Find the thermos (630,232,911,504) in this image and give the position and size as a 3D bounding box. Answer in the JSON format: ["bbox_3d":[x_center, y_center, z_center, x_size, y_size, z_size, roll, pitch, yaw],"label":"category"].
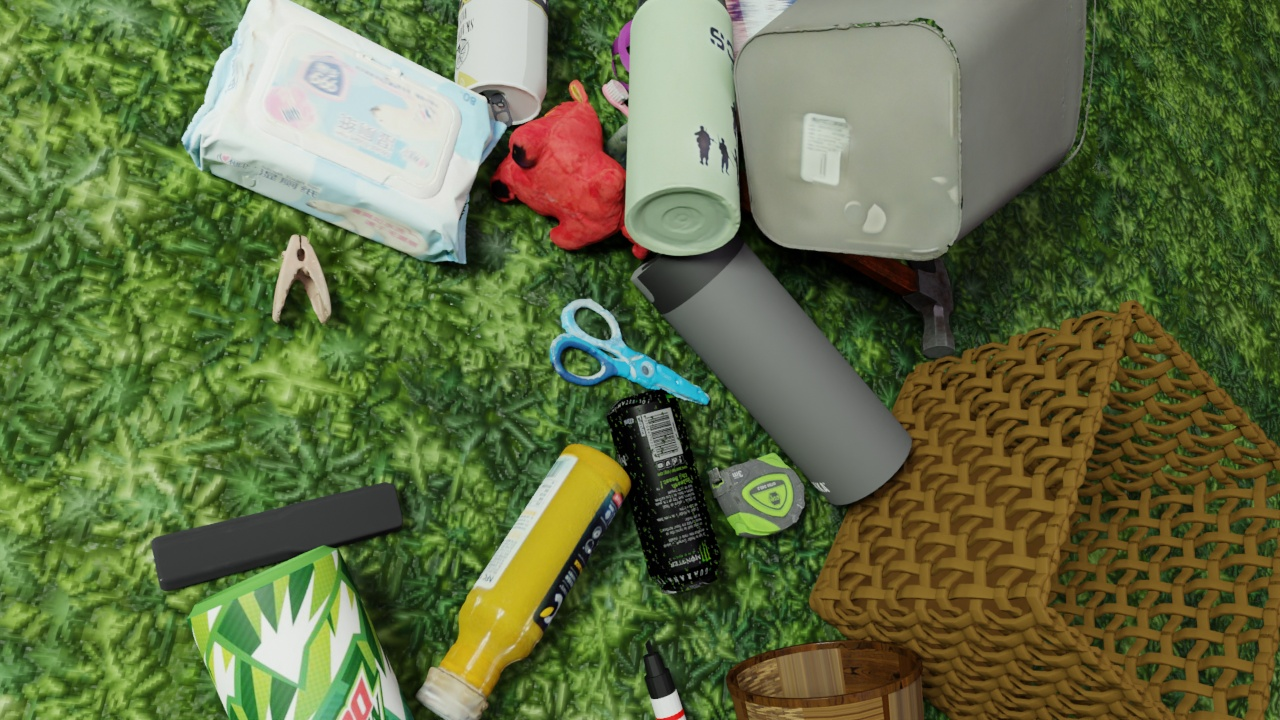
[{"bbox_3d":[0.098,-0.004,0.698,0.240,0.082,0.082,48,60,-10],"label":"thermos"}]

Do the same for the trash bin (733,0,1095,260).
[{"bbox_3d":[0.191,-0.188,0.656,0.219,0.198,0.197,-41,130,-41],"label":"trash bin"}]

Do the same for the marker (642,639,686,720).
[{"bbox_3d":[0.027,0.262,0.626,0.019,0.019,0.145,-16,85,-31],"label":"marker"}]

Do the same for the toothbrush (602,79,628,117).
[{"bbox_3d":[0.019,-0.171,0.736,0.135,0.016,0.021,46,61,-11],"label":"toothbrush"}]

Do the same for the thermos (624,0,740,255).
[{"bbox_3d":[0.027,-0.188,0.648,0.082,0.083,0.231,15,59,-25],"label":"thermos"}]

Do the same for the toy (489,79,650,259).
[{"bbox_3d":[-0.030,-0.133,0.666,0.133,0.088,0.093,40,50,-16],"label":"toy"}]

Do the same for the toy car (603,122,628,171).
[{"bbox_3d":[0.019,-0.143,0.713,0.105,0.048,0.033,39,29,-17],"label":"toy car"}]

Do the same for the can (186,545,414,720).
[{"bbox_3d":[-0.176,0.182,0.497,0.082,0.083,0.144,-24,89,-31],"label":"can"}]

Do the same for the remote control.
[{"bbox_3d":[-0.210,0.101,0.539,0.136,0.015,0.032,-11,83,-31],"label":"remote control"}]

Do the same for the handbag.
[{"bbox_3d":[0.058,-0.246,0.757,0.169,0.068,0.144,-6,80,-23],"label":"handbag"}]

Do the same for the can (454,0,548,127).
[{"bbox_3d":[-0.099,-0.228,0.658,0.064,0.064,0.127,8,74,-27],"label":"can"}]

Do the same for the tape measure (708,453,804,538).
[{"bbox_3d":[0.089,0.104,0.693,0.065,0.036,0.058,-11,73,-27],"label":"tape measure"}]

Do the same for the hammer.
[{"bbox_3d":[0.161,-0.098,0.758,0.300,0.028,0.111,20,62,-35],"label":"hammer"}]

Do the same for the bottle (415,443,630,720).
[{"bbox_3d":[-0.072,0.141,0.583,0.053,0.053,0.185,40,62,-14],"label":"bottle"}]

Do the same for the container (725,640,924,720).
[{"bbox_3d":[0.136,0.292,0.621,0.132,0.132,0.167,-6,86,-30],"label":"container"}]

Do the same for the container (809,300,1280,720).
[{"bbox_3d":[0.314,0.139,0.701,0.219,0.215,0.251,40,62,-15],"label":"container"}]

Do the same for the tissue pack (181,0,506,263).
[{"bbox_3d":[-0.180,-0.144,0.589,0.181,0.070,0.112,21,67,-24],"label":"tissue pack"}]

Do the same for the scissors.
[{"bbox_3d":[-0.004,0.004,0.682,0.135,0.015,0.066,26,65,-23],"label":"scissors"}]

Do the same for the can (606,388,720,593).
[{"bbox_3d":[0.017,0.090,0.645,0.053,0.054,0.137,-12,83,-31],"label":"can"}]

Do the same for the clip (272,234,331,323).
[{"bbox_3d":[-0.208,-0.049,0.575,0.039,0.024,0.060,16,66,-24],"label":"clip"}]
